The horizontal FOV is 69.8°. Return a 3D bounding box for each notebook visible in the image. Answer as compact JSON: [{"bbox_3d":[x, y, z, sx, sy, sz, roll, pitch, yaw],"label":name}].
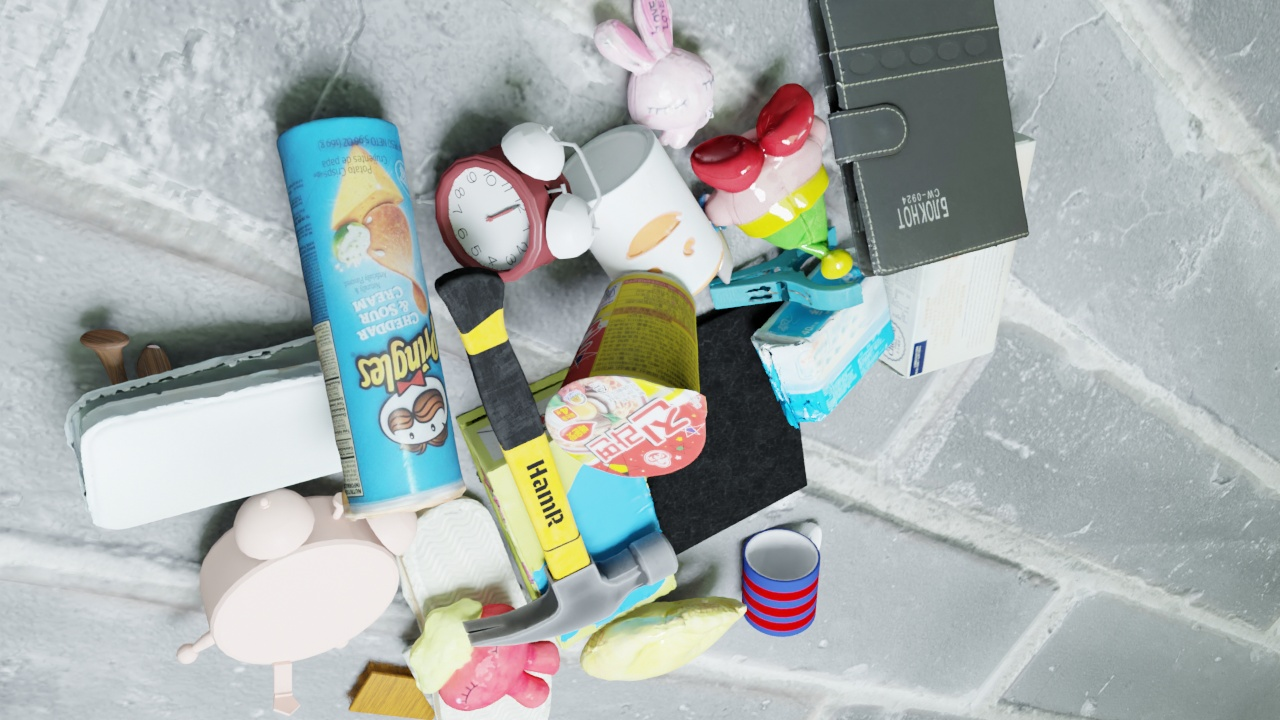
[{"bbox_3d":[0.213,-0.179,0.690,0.169,0.029,0.209,-16,96,-22],"label":"notebook"},{"bbox_3d":[0.065,0.063,0.814,0.169,0.019,0.232,-25,127,-15],"label":"notebook"}]

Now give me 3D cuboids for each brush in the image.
[{"bbox_3d":[-0.193,0.296,0.815,0.126,0.017,0.048,24,105,-37],"label":"brush"}]

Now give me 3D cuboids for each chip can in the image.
[{"bbox_3d":[-0.161,-0.024,0.552,0.079,0.080,0.229,-11,91,-23],"label":"chip can"}]

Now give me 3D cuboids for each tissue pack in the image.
[{"bbox_3d":[0.154,-0.021,0.770,0.144,0.062,0.093,-45,134,-24],"label":"tissue pack"}]

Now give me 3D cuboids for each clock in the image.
[{"bbox_3d":[-0.239,0.164,0.658,0.131,0.086,0.161,10,116,-44],"label":"clock"},{"bbox_3d":[-0.079,-0.098,0.584,0.044,0.125,0.087,-39,108,-53],"label":"clock"}]

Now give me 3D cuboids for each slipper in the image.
[{"bbox_3d":[-0.144,0.232,0.779,0.114,0.054,0.273,-19,117,-23],"label":"slipper"}]

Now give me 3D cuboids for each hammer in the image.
[{"bbox_3d":[-0.079,0.078,0.642,0.169,0.034,0.325,-24,126,-14],"label":"hammer"}]

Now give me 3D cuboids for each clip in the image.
[{"bbox_3d":[0.130,-0.063,0.732,0.120,0.118,0.033,-37,138,-20],"label":"clip"}]

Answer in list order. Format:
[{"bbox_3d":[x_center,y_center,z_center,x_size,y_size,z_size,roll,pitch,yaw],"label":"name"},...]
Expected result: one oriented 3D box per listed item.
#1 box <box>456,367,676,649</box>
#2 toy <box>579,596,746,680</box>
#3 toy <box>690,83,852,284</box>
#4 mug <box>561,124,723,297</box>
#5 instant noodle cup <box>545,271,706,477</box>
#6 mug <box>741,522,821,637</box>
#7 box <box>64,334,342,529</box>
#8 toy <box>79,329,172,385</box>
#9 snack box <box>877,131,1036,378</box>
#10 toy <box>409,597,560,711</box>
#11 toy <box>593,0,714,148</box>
[{"bbox_3d":[-0.054,0.123,0.752,0.124,0.079,0.221,-27,129,-13],"label":"box"},{"bbox_3d":[0.013,0.256,0.848,0.170,0.064,0.155,3,149,-47],"label":"toy"},{"bbox_3d":[0.100,-0.116,0.681,0.124,0.097,0.131,-37,140,2],"label":"toy"},{"bbox_3d":[0.000,-0.098,0.641,0.082,0.082,0.105,-39,128,-2],"label":"mug"},{"bbox_3d":[-0.004,0.004,0.607,0.100,0.112,0.100,5,138,4],"label":"instant noodle cup"},{"bbox_3d":[0.150,0.213,0.924,0.111,0.075,0.076,-35,134,-41],"label":"mug"},{"bbox_3d":[-0.240,0.043,0.583,0.213,0.063,0.118,-17,128,-42],"label":"box"},{"bbox_3d":[-0.303,0.024,0.574,0.054,0.042,0.102,-37,129,-48],"label":"toy"},{"bbox_3d":[0.269,-0.094,0.805,0.104,0.057,0.208,-16,125,-20],"label":"snack box"},{"bbox_3d":[-0.123,0.240,0.736,0.135,0.045,0.091,35,87,-31],"label":"toy"},{"bbox_3d":[0.015,-0.192,0.616,0.063,0.047,0.110,-45,126,-8],"label":"toy"}]
